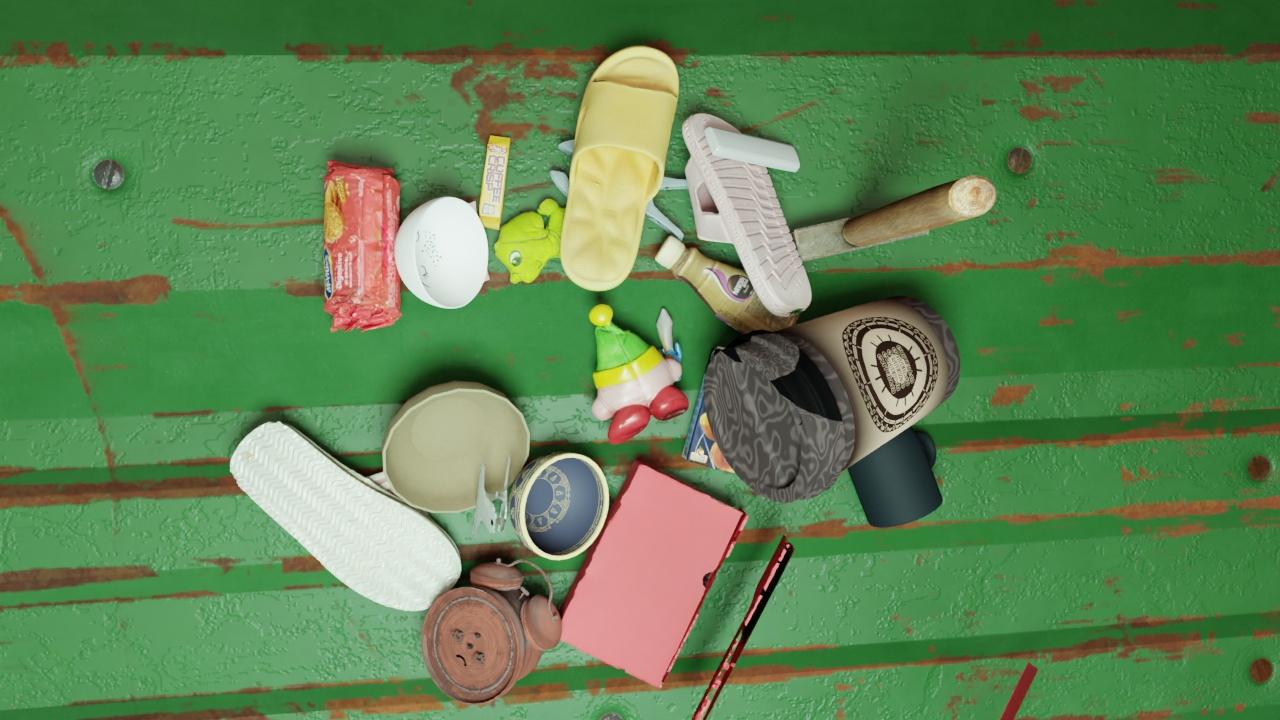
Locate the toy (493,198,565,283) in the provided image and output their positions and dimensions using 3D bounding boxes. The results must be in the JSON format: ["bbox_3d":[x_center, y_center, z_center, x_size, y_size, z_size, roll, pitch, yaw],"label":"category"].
[{"bbox_3d":[-0.110,-0.128,0.988,0.093,0.036,0.094,4,85,-10],"label":"toy"}]

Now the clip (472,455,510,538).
[{"bbox_3d":[-0.149,0.152,0.960,0.056,0.056,0.102,26,120,28],"label":"clip"}]

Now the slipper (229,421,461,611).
[{"bbox_3d":[-0.304,0.160,0.967,0.263,0.052,0.115,39,85,-10],"label":"slipper"}]

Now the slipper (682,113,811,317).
[{"bbox_3d":[0.105,-0.150,0.985,0.094,0.065,0.239,-17,80,-45],"label":"slipper"}]

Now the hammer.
[{"bbox_3d":[0.259,-0.139,0.895,0.158,0.301,0.037,-13,93,-6],"label":"hammer"}]

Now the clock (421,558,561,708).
[{"bbox_3d":[-0.150,0.278,0.955,0.120,0.072,0.158,39,102,21],"label":"clock"}]

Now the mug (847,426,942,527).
[{"bbox_3d":[0.290,0.117,1.025,0.121,0.085,0.094,-25,95,-34],"label":"mug"}]

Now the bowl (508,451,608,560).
[{"bbox_3d":[-0.096,0.150,0.979,0.112,0.061,0.112,-5,98,-40],"label":"bowl"}]

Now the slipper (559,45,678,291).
[{"bbox_3d":[-0.025,-0.203,0.947,0.099,0.078,0.263,12,91,-4],"label":"slipper"}]

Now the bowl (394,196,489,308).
[{"bbox_3d":[-0.213,-0.111,0.950,0.051,0.114,0.114,4,92,29],"label":"bowl"}]

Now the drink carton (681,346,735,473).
[{"bbox_3d":[0.094,0.054,1.015,0.064,0.040,0.130,16,90,-7],"label":"drink carton"}]

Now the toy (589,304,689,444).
[{"bbox_3d":[-0.006,0.006,0.981,0.124,0.097,0.131,-25,71,-8],"label":"toy"}]

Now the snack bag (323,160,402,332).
[{"bbox_3d":[-0.285,-0.117,0.946,0.082,0.082,0.176,0,92,-7],"label":"snack bag"}]

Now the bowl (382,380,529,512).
[{"bbox_3d":[-0.196,0.083,0.959,0.152,0.050,0.152,-11,122,-18],"label":"bowl"}]

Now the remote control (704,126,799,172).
[{"bbox_3d":[0.122,-0.227,0.984,0.130,0.012,0.033,1,65,-40],"label":"remote control"}]

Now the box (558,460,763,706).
[{"bbox_3d":[0.028,0.238,1.107,0.198,0.351,0.217,27,90,-2],"label":"box"}]

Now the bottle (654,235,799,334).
[{"bbox_3d":[0.091,-0.077,1.000,0.166,0.059,0.059,33,88,-6],"label":"bottle"}]

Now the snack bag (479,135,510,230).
[{"bbox_3d":[-0.157,-0.192,0.987,0.026,0.020,0.099,8,91,-8],"label":"snack bag"}]

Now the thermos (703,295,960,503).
[{"bbox_3d":[0.203,0.027,0.944,0.225,0.173,0.172,-22,94,-28],"label":"thermos"}]

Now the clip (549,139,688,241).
[{"bbox_3d":[-0.024,-0.174,1.000,0.163,0.028,0.112,17,90,-6],"label":"clip"}]
